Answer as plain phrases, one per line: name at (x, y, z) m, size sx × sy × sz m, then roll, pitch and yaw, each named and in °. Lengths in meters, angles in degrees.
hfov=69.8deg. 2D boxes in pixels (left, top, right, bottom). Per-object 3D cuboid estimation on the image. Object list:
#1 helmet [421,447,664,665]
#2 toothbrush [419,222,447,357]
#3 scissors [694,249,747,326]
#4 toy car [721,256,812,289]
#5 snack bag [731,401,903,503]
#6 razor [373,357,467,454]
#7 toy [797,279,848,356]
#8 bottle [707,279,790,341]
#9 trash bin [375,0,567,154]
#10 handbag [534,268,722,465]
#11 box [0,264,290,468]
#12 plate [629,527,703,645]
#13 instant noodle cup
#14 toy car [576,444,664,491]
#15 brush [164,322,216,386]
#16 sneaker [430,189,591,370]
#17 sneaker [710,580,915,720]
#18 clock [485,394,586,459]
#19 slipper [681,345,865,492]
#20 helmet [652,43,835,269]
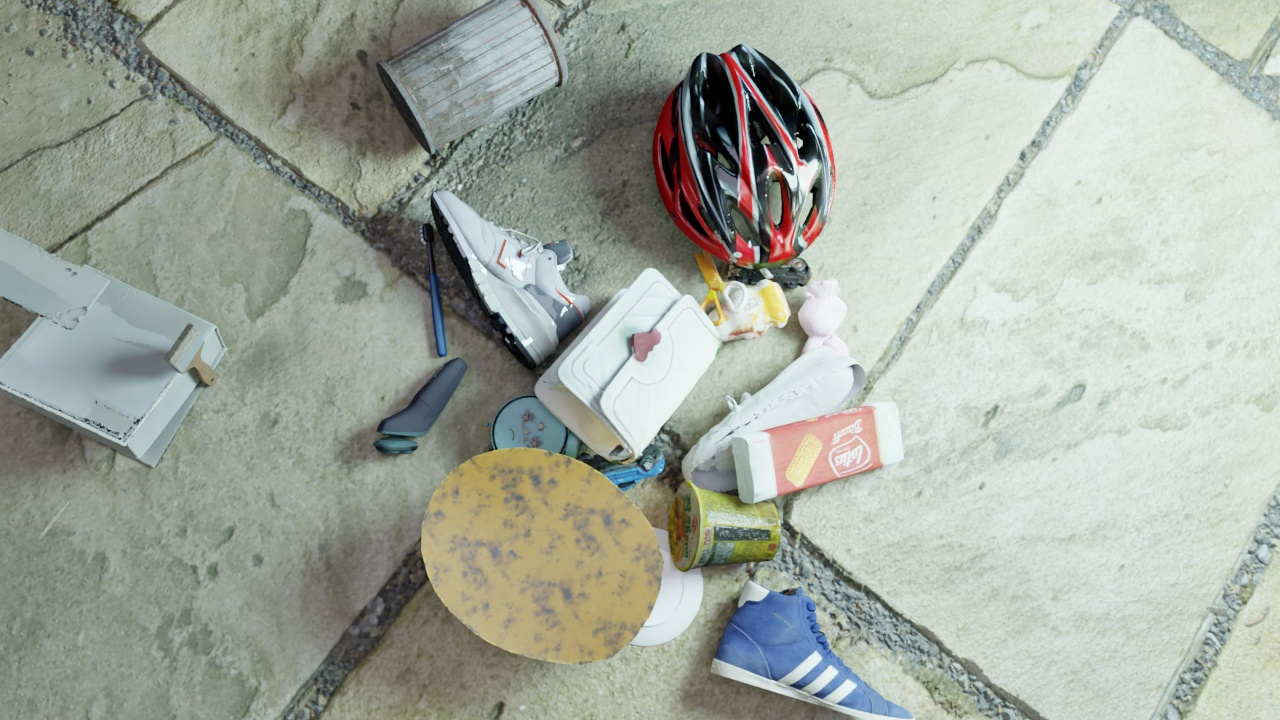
helmet at (-0.104, 0.204, 1.001) m, size 0.255 × 0.131 × 0.205 m, roll 29°, pitch 85°, yaw 0°
toothbrush at (-0.250, -0.086, 1.111) m, size 0.014 × 0.014 × 0.167 m, roll -1°, pitch 78°, yaw -41°
scissors at (0.094, -0.098, 1.121) m, size 0.070 × 0.013 × 0.130 m, roll -27°, pitch 48°, yaw 19°
toy car at (0.159, -0.123, 1.148) m, size 0.112 × 0.047 × 0.047 m, roll 7°, pitch 61°, yaw -1°
snack bag at (0.210, 0.104, 1.067) m, size 0.224 × 0.041 × 0.077 m, roll -10°, pitch 95°, yaw -25°
razor at (-0.253, 0.052, 1.068) m, size 0.052 × 0.047 × 0.142 m, roll 42°, pitch 72°, yaw -21°
toy at (0.225, -0.045, 1.139) m, size 0.063 × 0.047 × 0.110 m, roll -5°, pitch 95°, yaw -16°
bottle at (0.125, -0.054, 1.122) m, size 0.108 × 0.063 × 0.063 m, roll -23°, pitch 80°, yaw 5°
trash bin at (-0.197, -0.357, 1.120) m, size 0.211 × 0.131 × 0.131 m, roll -33°, pitch 83°, yaw -11°
handbag at (-0.006, 0.006, 1.049) m, size 0.142 × 0.096 × 0.198 m, roll 43°, pitch 57°, yaw -7°
box at (-0.598, 0.036, 1.155) m, size 0.169 × 0.404 × 0.171 m, roll 26°, pitch 75°, yaw 0°
plate at (0.007, 0.261, 1.064) m, size 0.134 × 0.011 × 0.134 m, roll 1°, pitch 77°, yaw -6°
instant noodle cup at (0.097, 0.192, 1.050) m, size 0.108 × 0.102 × 0.102 m, roll 7°, pitch 76°, yaw -17°
toy car at (-0.031, 0.128, 1.070) m, size 0.120 × 0.056 × 0.044 m, roll -14°, pitch 109°, yaw -4°
brush at (-0.483, 0.005, 1.000) m, size 0.008 × 0.143 × 0.045 m, roll 25°, pitch 67°, yaw -2°
sneaker at (-0.146, -0.117, 1.101) m, size 0.124 × 0.089 × 0.240 m, roll -30°, pitch 91°, yaw -16°
sneaker at (0.206, 0.326, 1.036) m, size 0.233 × 0.091 × 0.118 m, roll 15°, pitch 74°, yaw 6°
clock at (-0.113, 0.081, 1.066) m, size 0.124 × 0.053 × 0.090 m, roll -16°, pitch 81°, yaw -5°
slipper at (0.151, 0.067, 1.089) m, size 0.246 × 0.074 × 0.112 m, roll -37°, pitch 119°, yaw -6°
helmet at (0.128, -0.245, 1.107) m, size 0.217 × 0.167 × 0.271 m, roll -17°, pitch 77°, yaw -7°
